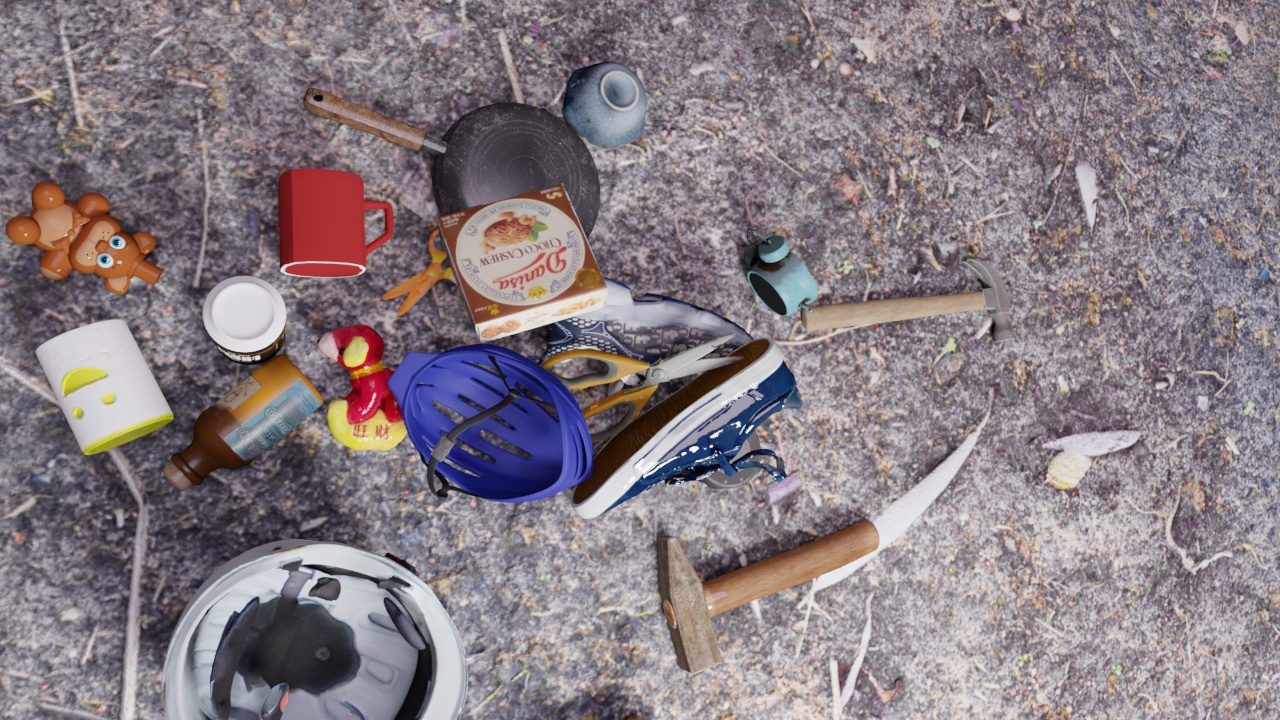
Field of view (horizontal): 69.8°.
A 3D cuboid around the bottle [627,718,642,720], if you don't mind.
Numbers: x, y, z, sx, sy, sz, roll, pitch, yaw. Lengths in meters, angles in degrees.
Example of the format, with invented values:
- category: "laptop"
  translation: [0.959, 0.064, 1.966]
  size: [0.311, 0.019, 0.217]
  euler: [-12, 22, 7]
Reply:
- category: "bottle"
  translation: [-0.040, 0.441, 1.006]
  size: [0.163, 0.071, 0.071]
  euler: [-9, 87, -22]

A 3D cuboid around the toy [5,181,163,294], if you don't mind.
- category: "toy"
  translation: [-0.531, -0.113, 0.889]
  size: [0.127, 0.065, 0.094]
  euler: [30, 77, -20]

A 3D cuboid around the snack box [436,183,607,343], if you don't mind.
- category: "snack box"
  translation: [-0.126, -0.105, 0.974]
  size: [0.143, 0.041, 0.147]
  euler: [-18, 65, -13]

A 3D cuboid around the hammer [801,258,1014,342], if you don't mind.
- category: "hammer"
  translation: [0.365, -0.070, 1.248]
  size: [0.330, 0.031, 0.119]
  euler: [-7, 85, -18]

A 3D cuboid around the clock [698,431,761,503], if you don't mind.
- category: "clock"
  translation: [0.098, 0.105, 1.110]
  size: [0.091, 0.044, 0.122]
  euler: [-6, 84, -19]

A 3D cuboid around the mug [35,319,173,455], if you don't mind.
- category: "mug"
  translation: [-0.507, 0.025, 0.871]
  size: [0.082, 0.083, 0.106]
  euler: [-26, 92, -22]

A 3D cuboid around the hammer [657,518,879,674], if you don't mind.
- category: "hammer"
  translation: [0.166, 0.252, 1.123]
  size: [0.300, 0.037, 0.158]
  euler: [-15, 89, -22]

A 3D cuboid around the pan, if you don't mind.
- category: "pan"
  translation: [-0.205, -0.231, 1.035]
  size: [0.356, 0.040, 0.207]
  euler: [20, 74, -20]

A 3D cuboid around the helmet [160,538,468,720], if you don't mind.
- category: "helmet"
  translation: [-0.307, 0.285, 0.873]
  size: [0.263, 0.164, 0.236]
  euler: [24, 80, -23]

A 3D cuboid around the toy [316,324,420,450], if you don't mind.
- category: "toy"
  translation: [-0.283, 0.029, 0.969]
  size: [0.105, 0.067, 0.137]
  euler: [-15, 97, -28]

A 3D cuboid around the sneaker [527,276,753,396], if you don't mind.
- category: "sneaker"
  translation: [0.001, -0.016, 1.073]
  size: [0.269, 0.103, 0.132]
  euler: [15, 93, -18]

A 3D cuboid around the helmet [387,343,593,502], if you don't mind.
- category: "helmet"
  translation: [-0.144, 0.079, 0.927]
  size: [0.241, 0.227, 0.148]
  euler: [34, 99, -15]

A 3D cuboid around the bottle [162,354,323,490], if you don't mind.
- category: "bottle"
  translation: [-0.399, 0.067, 0.913]
  size: [0.156, 0.068, 0.068]
  euler: [-43, 99, -20]

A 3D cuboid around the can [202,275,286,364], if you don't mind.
- category: "can"
  translation: [-0.385, -0.037, 0.898]
  size: [0.071, 0.129, 0.072]
  euler: [3, 83, -21]

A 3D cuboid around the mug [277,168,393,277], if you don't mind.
- category: "mug"
  translation: [-0.318, -0.141, 0.964]
  size: [0.116, 0.081, 0.096]
  euler: [0, 83, -28]

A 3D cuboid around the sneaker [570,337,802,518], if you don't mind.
- category: "sneaker"
  translation: [0.062, 0.106, 1.039]
  size: [0.294, 0.120, 0.127]
  euler: [-35, 106, -2]

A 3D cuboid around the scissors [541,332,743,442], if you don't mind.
- category: "scissors"
  translation: [-0.003, 0.010, 1.018]
  size: [0.226, 0.016, 0.166]
  euler: [-31, 117, 17]

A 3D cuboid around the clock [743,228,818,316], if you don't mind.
- category: "clock"
  translation: [0.168, -0.111, 1.140]
  size: [0.053, 0.090, 0.124]
  euler: [-40, 99, -11]

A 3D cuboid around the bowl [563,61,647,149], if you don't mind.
- category: "bowl"
  translation: [-0.034, -0.315, 1.105]
  size: [0.110, 0.055, 0.110]
  euler: [3, 83, -21]

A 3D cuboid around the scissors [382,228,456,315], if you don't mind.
- category: "scissors"
  translation: [-0.226, -0.088, 1.029]
  size: [0.084, 0.012, 0.133]
  euler: [39, 71, -11]
